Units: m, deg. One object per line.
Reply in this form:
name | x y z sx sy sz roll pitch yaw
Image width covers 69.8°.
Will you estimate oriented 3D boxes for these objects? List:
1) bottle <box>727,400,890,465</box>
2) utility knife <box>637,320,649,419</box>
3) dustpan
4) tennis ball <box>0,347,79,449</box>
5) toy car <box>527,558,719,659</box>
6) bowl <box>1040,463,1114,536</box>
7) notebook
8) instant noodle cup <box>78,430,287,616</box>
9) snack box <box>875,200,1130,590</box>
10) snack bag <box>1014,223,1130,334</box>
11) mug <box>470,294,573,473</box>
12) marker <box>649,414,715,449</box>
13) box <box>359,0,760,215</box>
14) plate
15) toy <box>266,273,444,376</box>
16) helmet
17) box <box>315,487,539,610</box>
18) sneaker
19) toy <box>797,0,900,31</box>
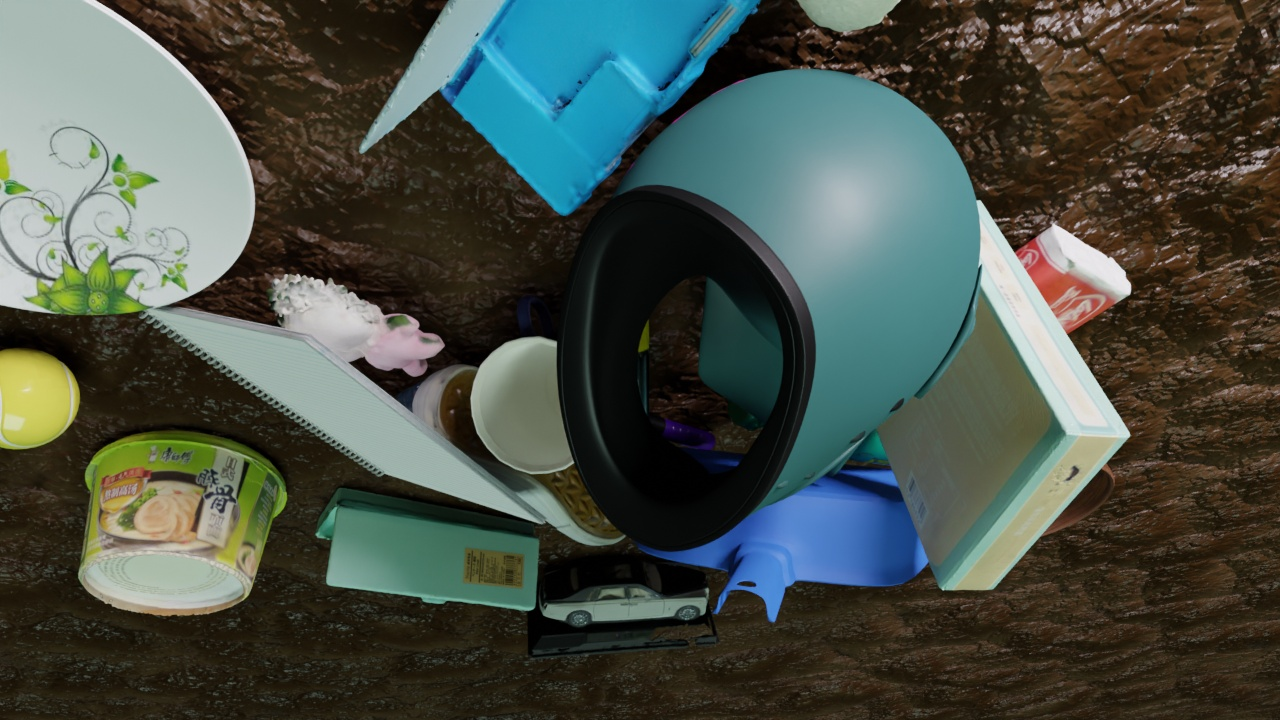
bottle | 0.168 0.043 0.694 0.209 0.068 0.068 10 140 -20
utility knife | -0.004 0.003 0.595 0.020 0.028 0.173 -7 116 -9
dustpan | 0.084 0.106 0.599 0.246 0.059 0.257 5 -179 14
tennis ball | -0.399 0.024 0.591 0.065 0.065 0.065 -4 143 -3
toy car | -0.019 0.239 0.925 0.191 0.094 0.071 0 122 -7
bowl | 0.314 0.095 0.783 0.147 0.068 0.147 -5 143 -4
notebook | -0.192 0.039 0.611 0.178 0.013 0.245 10 154 35
instant noodle cup | -0.356 0.130 0.709 0.146 0.097 0.146 -4 142 -3
snack box | 0.190 0.016 0.547 0.044 0.193 0.142 4 135 -14
snack bag | 0.262 -0.037 0.630 0.077 0.036 0.116 21 135 -30
mug | -0.058 0.011 0.612 0.086 0.112 0.089 -10 -176 14
marker | 0.003 0.050 0.723 0.133 0.015 0.018 18 139 -29
box | -0.008 -0.154 0.358 0.094 0.115 0.244 45 127 -5
plate | -0.313 -0.108 0.458 0.229 0.030 0.230 -4 143 -3
toy | -0.181 -0.018 0.583 0.109 0.041 0.096 16 151 -18
helmet | 0.072 -0.022 0.496 0.199 0.176 0.276 -33 151 -39
box | -0.185 0.179 0.803 0.188 0.092 0.077 17 136 -28
sneaker | -0.091 0.072 0.704 0.079 0.087 0.235 -1 151 41
toy | 0.094 -0.183 0.399 0.112 0.050 0.087 8 146 18
